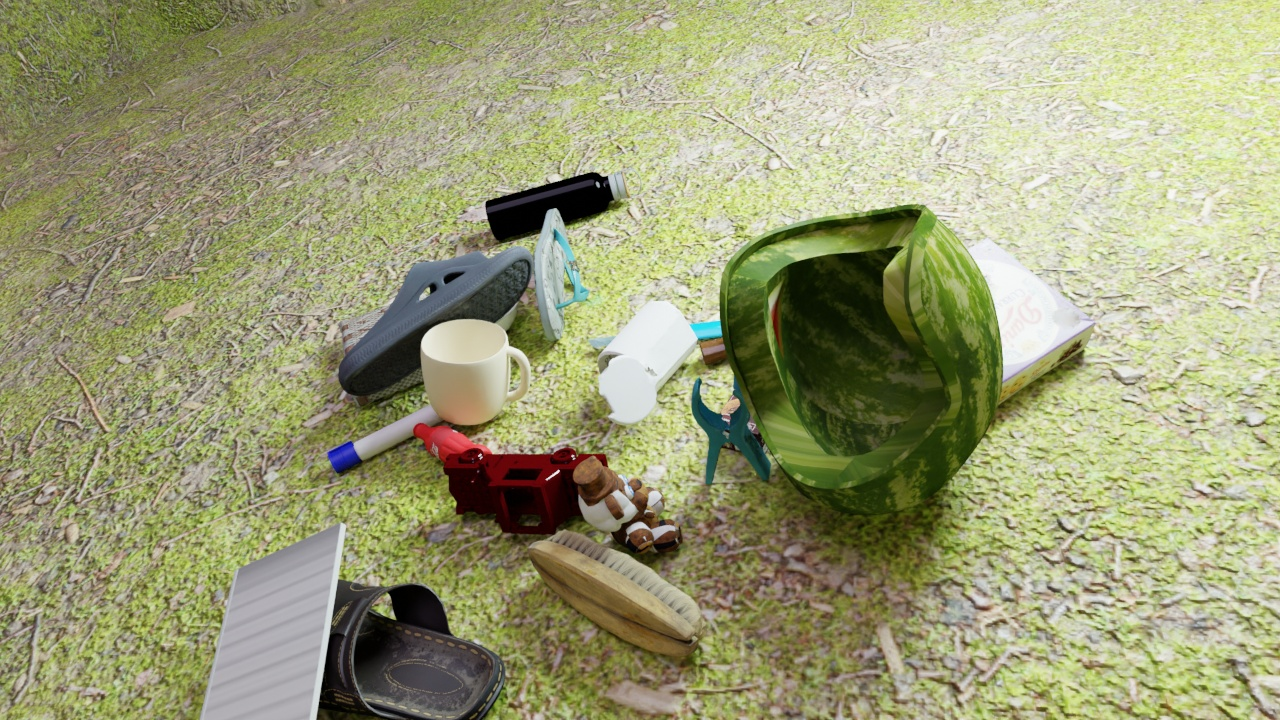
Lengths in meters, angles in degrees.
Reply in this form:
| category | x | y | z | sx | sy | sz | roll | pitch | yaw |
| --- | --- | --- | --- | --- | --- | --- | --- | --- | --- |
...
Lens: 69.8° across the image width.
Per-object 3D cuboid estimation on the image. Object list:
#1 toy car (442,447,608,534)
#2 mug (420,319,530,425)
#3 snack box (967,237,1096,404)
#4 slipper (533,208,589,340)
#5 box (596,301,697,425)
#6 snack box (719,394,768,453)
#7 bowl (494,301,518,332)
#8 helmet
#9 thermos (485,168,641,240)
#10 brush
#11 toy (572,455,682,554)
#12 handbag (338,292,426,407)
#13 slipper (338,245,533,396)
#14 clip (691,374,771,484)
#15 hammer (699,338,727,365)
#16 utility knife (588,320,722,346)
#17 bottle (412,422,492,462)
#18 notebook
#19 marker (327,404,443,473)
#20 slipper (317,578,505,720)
| category | x | y | z | sx | sy | sz | roll | pitch | yaw |
| --- | --- | --- | --- | --- | --- | --- | --- | --- | --- |
| toy car | -0.115 | 0.127 | 0.891 | 0.170 | 0.070 | 0.061 | -2 | 27 | 20 |
| mug | -0.183 | 0.020 | 1.033 | 0.120 | 0.100 | 0.096 | 4 | 33 | 2 |
| snack box | 0.340 | -0.037 | 0.912 | 0.143 | 0.041 | 0.148 | -29 | 56 | -15 |
| slipper | -0.100 | -0.127 | 1.189 | 0.055 | 0.098 | 0.268 | -13 | 36 | 7 |
| box | -0.005 | 0.006 | 0.990 | 0.093 | 0.083 | 0.165 | -2 | 37 | 48 |
| snack box | 0.130 | 0.035 | 0.943 | 0.051 | 0.032 | 0.140 | 11 | 45 | 32 |
| bowl | -0.202 | -0.054 | 1.182 | 0.110 | 0.041 | 0.109 | -11 | 38 | 8 |
| helmet | 0.197 | 0.000 | 0.790 | 0.214 | 0.247 | 0.242 | -4 | 16 | 34 |
| thermos | -0.111 | -0.238 | 1.364 | 0.231 | 0.061 | 0.061 | -15 | 37 | 4 |
| brush | -0.024 | 0.194 | 0.780 | 0.196 | 0.059 | 0.043 | 18 | 38 | 41 |
| toy | -0.017 | 0.128 | 0.822 | 0.067 | 0.113 | 0.087 | -32 | 38 | 0 |
| handbag | -0.323 | -0.023 | 1.188 | 0.124 | 0.047 | 0.185 | -24 | 37 | -7 |
| slipper | -0.247 | -0.061 | 1.082 | 0.268 | 0.111 | 0.083 | -35 | 71 | -2 |
| clip | 0.066 | 0.066 | 0.856 | 0.114 | 0.127 | 0.028 | 0 | 39 | 6 |
| hammer | 0.224 | -0.052 | 1.020 | 0.323 | 0.033 | 0.115 | -17 | 35 | 2 |
| utility knife | 0.037 | -0.032 | 1.079 | 0.205 | 0.015 | 0.031 | -5 | 37 | 10 |
| bottle | -0.209 | 0.093 | 1.000 | 0.119 | 0.036 | 0.036 | 20 | 50 | 40 |
| notebook | -0.321 | 0.255 | 0.788 | 0.143 | 0.009 | 0.209 | -25 | 46 | 22 |
| marker | -0.291 | 0.087 | 1.052 | 0.133 | 0.023 | 0.027 | -27 | 52 | -13 |
| slipper | -0.234 | 0.242 | 0.787 | 0.268 | 0.076 | 0.112 | 8 | 44 | 30 |
